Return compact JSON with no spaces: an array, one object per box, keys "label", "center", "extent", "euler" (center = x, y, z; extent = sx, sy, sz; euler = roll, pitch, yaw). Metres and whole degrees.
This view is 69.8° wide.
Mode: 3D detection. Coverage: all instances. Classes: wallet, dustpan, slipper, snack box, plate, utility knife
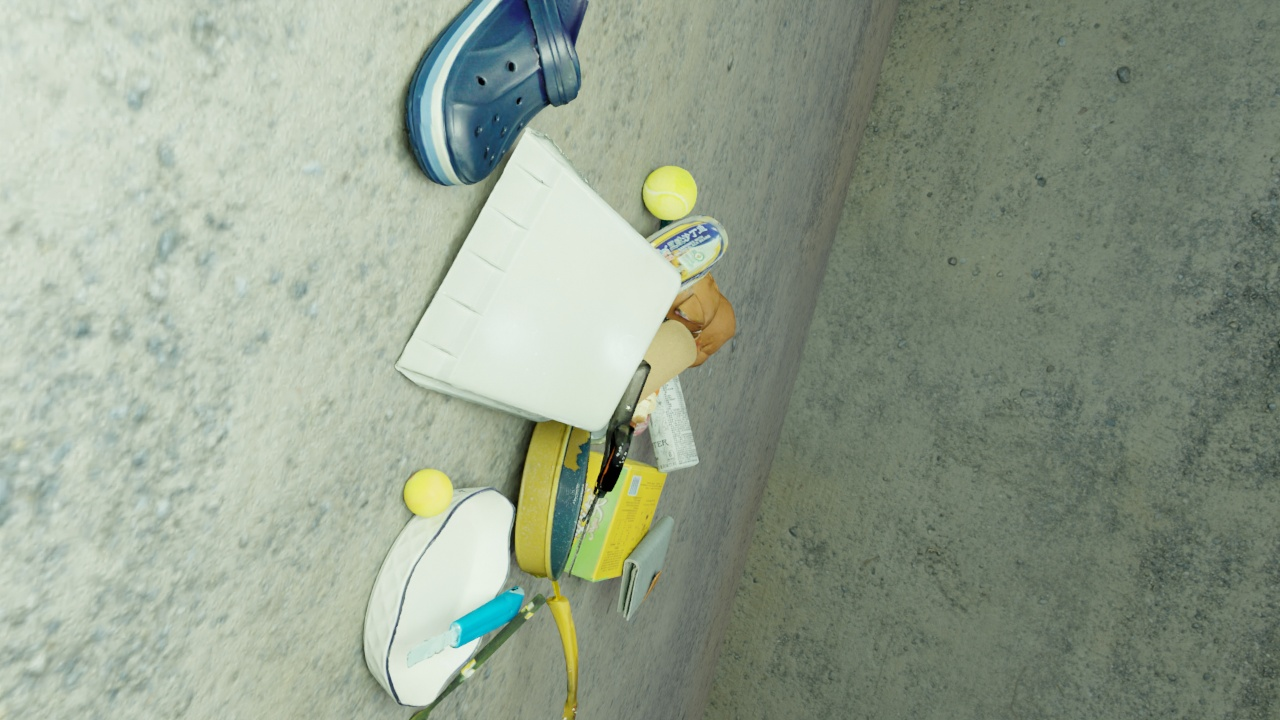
[{"label":"wallet","center":[0.010,0.295,1.301],"extent":[0.129,0.037,0.107],"euler":[-39,143,-59]},{"label":"dustpan","center":[-0.082,-0.048,0.837],"extent":[0.257,0.143,0.222],"euler":[31,86,-33]},{"label":"slipper","center":[-0.082,-0.221,0.679],"extent":[0.105,0.095,0.252],"euler":[76,31,-54]},{"label":"snack box","center":[-0.039,0.210,1.247],"extent":[0.210,0.070,0.157],"euler":[30,77,-73]},{"label":"plate","center":[-0.183,0.208,0.838],"extent":[0.204,0.045,0.205],"euler":[17,89,-72]},{"label":"utility knife","center":[-0.157,0.243,0.836],"extent":[0.223,0.018,0.034],"euler":[10,98,-75]}]

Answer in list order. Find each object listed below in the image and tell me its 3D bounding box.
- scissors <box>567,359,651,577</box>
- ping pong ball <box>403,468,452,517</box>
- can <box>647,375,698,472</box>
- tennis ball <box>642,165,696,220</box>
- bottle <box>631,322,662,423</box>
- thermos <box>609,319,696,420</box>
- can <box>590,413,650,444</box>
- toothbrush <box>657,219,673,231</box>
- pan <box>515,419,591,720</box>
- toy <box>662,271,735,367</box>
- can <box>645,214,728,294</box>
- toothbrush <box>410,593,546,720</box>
[{"label":"scissors","center":[-0.033,0.102,0.879],"extent":[0.233,0.021,0.220],"euler":[121,-12,-77]},{"label":"ping pong ball","center":[-0.178,0.111,0.769],"extent":[0.040,0.040,0.040],"euler":[17,89,-73]},{"label":"can","center":[0.037,0.080,1.279],"extent":[0.058,0.058,0.146],"euler":[11,64,-73]},{"label":"tennis ball","center":[0.035,-0.202,1.107],"extent":[0.065,0.065,0.065],"euler":[17,89,-73]},{"label":"bottle","center":[0.001,0.014,1.137],"extent":[0.067,0.067,0.149],"euler":[85,7,-50]},{"label":"thermos","center":[-0.006,0.006,1.059],"extent":[0.143,0.093,0.093],"euler":[-29,138,-34]},{"label":"can","center":[-0.034,0.072,1.157],"extent":[0.147,0.058,0.058],"euler":[2,104,-72]},{"label":"toothbrush","center":[0.006,-0.130,1.170],"extent":[0.018,0.016,0.191],"euler":[101,14,-54]},{"label":"pan","center":[-0.085,0.218,0.995],"extent":[0.197,0.078,0.357],"euler":[-12,111,-83]},{"label":"toy","center":[0.058,-0.074,1.234],"extent":[0.199,0.130,0.140],"euler":[65,5,-71]},{"label":"can","center":[0.041,-0.123,1.119],"extent":[0.147,0.074,0.049],"euler":[-32,172,-30]},{"label":"toothbrush","center":[-0.161,0.298,0.907],"extent":[0.186,0.012,0.017],"euler":[-45,169,0]}]
